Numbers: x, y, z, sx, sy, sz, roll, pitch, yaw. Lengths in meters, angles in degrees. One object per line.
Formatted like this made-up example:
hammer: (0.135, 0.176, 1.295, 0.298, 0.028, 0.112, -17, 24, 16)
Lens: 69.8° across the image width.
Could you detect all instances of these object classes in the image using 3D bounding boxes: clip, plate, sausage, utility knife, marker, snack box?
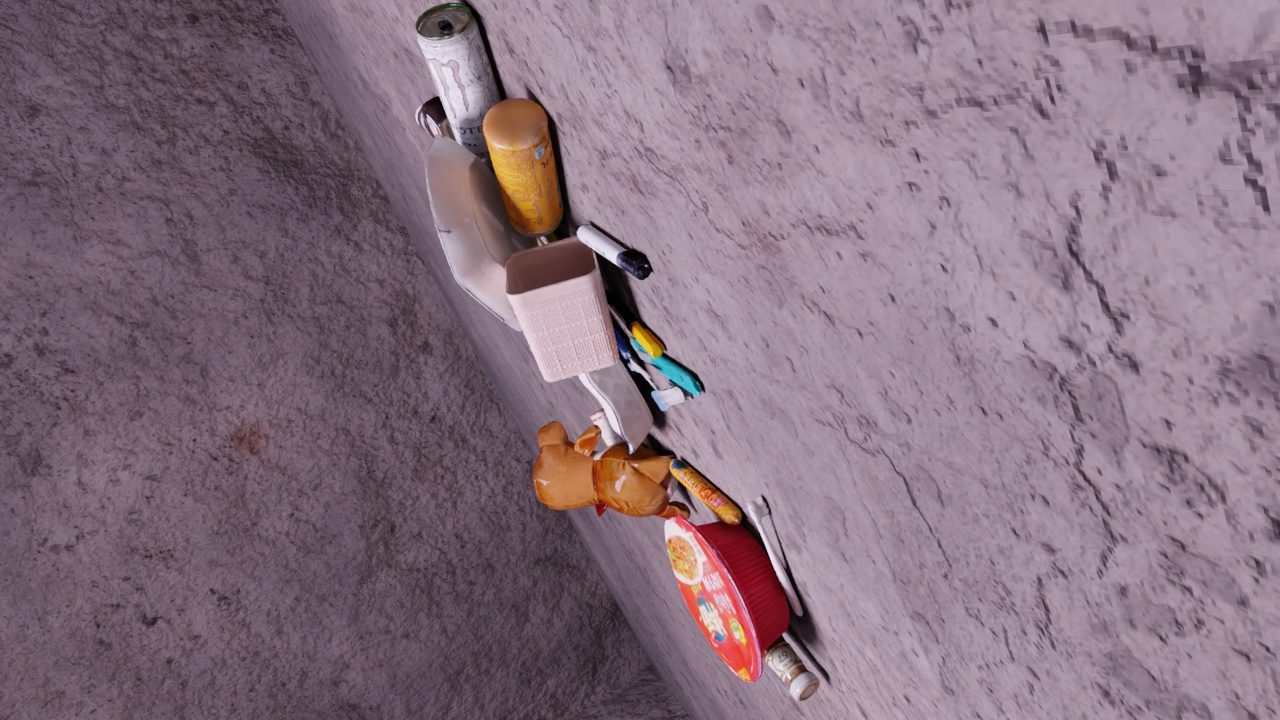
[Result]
clip: (0.034, 0.033, 0.910, 0.027, 0.045, 0.058, 61, 162, -5)
plate: (-0.151, -0.129, 0.956, 0.266, 0.034, 0.162, 50, -152, -71)
plate: (-0.049, 0.011, 1.069, 0.205, 0.045, 0.205, 57, 175, 7)
sausage: (0.070, 0.144, 1.017, 0.165, 0.021, 0.021, 34, 153, 61)
utility knife: (0.022, 0.005, 0.898, 0.029, 0.012, 0.151, 62, 167, -25)
marker: (-0.026, -0.101, 0.832, 0.131, 0.018, 0.023, 41, 149, 53)
marker: (-0.010, -0.039, 0.922, 0.124, 0.015, 0.018, 49, 163, 47)
snack box: (-0.033, 0.101, 1.302, 0.077, 0.027, 0.156, 59, 168, 0)

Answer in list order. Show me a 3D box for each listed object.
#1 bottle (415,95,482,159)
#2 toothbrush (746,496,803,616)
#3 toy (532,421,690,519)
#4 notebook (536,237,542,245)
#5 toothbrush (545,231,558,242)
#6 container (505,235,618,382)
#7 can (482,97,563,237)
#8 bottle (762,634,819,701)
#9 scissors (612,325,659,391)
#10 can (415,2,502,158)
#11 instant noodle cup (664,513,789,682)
bottle: (-0.251, -0.300, 1.179, 0.195, 0.044, 0.080, 41, 161, 56)
toothbrush: (0.137, 0.196, 0.903, 0.016, 0.016, 0.180, 50, 168, 54)
toy: (-0.035, 0.144, 1.176, 0.200, 0.130, 0.140, 7, 143, 29)
notebook: (-0.129, -0.106, 1.234, 0.149, 0.012, 0.212, 51, 164, 34)
toothbrush: (-0.095, -0.125, 1.039, 0.190, 0.016, 0.016, 56, 167, 15)
container: (-0.074, -0.049, 0.906, 0.089, 0.090, 0.111, -104, -2, -56)
can: (-0.109, -0.180, 0.872, 0.058, 0.058, 0.146, 54, 167, 22)
bottle: (0.132, 0.307, 1.072, 0.206, 0.059, 0.060, 47, 163, 42)
scissors: (-0.013, -0.007, 0.970, 0.125, 0.012, 0.174, 60, 173, 8)
can: (-0.171, -0.271, 0.900, 0.058, 0.058, 0.147, 51, 165, 33)
instant noodle cup: (0.099, 0.244, 0.995, 0.193, 0.065, 0.194, 55, 159, 32)
